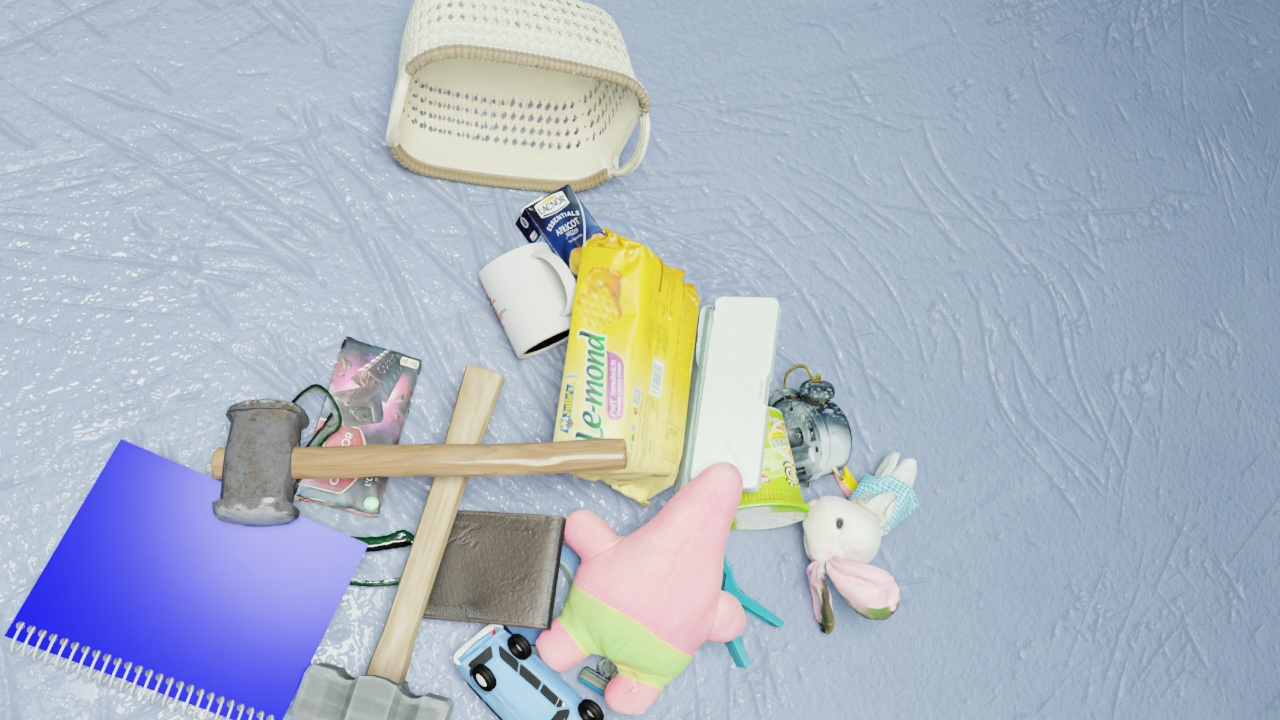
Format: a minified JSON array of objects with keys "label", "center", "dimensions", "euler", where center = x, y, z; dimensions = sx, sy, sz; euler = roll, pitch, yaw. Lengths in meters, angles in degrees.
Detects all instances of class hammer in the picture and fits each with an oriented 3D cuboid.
[{"label":"hammer","center":[-0.179,0.159,0.773],"dimensions":[0.117,0.051,0.322],"euler":[16,74,1]},{"label":"hammer","center":[-0.174,0.081,0.744],"dimensions":[0.328,0.052,0.098],"euler":[0,65,-6]}]

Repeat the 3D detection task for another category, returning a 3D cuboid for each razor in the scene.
[{"label":"razor","center":[-0.007,0.250,0.869],"dimensions":[0.042,0.022,0.143],"euler":[31,59,3]}]

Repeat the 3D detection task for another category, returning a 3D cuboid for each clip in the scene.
[{"label":"clip","center":[0.072,0.246,0.902],"dimensions":[0.113,0.028,0.127],"euler":[-30,88,-30]}]

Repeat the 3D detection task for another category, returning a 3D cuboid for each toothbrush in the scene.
[{"label":"toothbrush","center":[0.216,0.113,1.009],"dimensions":[0.021,0.016,0.135],"euler":[-32,92,-30]}]

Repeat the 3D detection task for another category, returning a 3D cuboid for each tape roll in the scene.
[{"label":"tape roll","center":[-0.091,0.214,0.845],"dimensions":[0.091,0.016,0.092],"euler":[34,64,-10]}]

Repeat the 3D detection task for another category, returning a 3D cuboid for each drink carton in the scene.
[{"label":"drink carton","center":[-0.065,-0.112,0.946],"dimensions":[0.064,0.040,0.130],"euler":[-36,89,-28]}]

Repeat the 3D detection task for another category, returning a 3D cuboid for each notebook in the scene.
[{"label":"notebook","center":[-0.353,0.184,0.729],"dimensions":[0.209,0.022,0.171],"euler":[27,73,-13]}]

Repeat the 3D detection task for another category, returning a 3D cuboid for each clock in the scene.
[{"label":"clock","center":[0.173,0.068,0.964],"dimensions":[0.052,0.090,0.129],"euler":[-8,81,-30]}]

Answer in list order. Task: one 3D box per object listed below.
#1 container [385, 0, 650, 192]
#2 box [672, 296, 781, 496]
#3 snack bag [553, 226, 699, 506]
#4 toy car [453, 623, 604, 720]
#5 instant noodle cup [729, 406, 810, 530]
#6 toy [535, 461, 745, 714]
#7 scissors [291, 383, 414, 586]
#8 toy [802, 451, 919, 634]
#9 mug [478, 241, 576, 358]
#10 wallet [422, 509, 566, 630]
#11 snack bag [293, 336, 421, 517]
[{"label":"container","center":[-0.122,-0.265,0.897],"dimensions":[0.246,0.185,0.142],"euler":[3,62,-24]},{"label":"box","center":[0.081,0.038,0.912],"dimensions":[0.075,0.126,0.197],"euler":[17,68,-17]},{"label":"snack bag","center":[-0.005,0.005,0.866],"dimensions":[0.159,0.068,0.247],"euler":[30,64,-56]},{"label":"toy car","center":[-0.090,0.290,0.775],"dimensions":[0.153,0.055,0.056],"euler":[36,43,21]},{"label":"instant noodle cup","center":[0.115,0.108,0.929],"dimensions":[0.098,0.099,0.107],"euler":[6,64,-21]},{"label":"toy","center":[0.016,0.191,0.819],"dimensions":[0.192,0.097,0.236],"euler":[34,87,-2]},{"label":"scissors","center":[-0.280,0.116,0.781],"dimensions":[0.201,0.015,0.204],"euler":[4,84,-19]},{"label":"toy","center":[0.224,0.163,0.938],"dimensions":[0.105,0.131,0.204],"euler":[41,59,-7]},{"label":"mug","center":[-0.097,-0.063,0.881],"dimensions":[0.073,0.105,0.089],"euler":[-22,83,-40]},{"label":"wallet","center":[-0.130,0.182,0.807],"dimensions":[0.120,0.031,0.099],"euler":[3,70,10]},{"label":"snack bag","center":[-0.252,0.059,0.826],"dimensions":[0.074,0.018,0.155],"euler":[17,70,-17]}]
